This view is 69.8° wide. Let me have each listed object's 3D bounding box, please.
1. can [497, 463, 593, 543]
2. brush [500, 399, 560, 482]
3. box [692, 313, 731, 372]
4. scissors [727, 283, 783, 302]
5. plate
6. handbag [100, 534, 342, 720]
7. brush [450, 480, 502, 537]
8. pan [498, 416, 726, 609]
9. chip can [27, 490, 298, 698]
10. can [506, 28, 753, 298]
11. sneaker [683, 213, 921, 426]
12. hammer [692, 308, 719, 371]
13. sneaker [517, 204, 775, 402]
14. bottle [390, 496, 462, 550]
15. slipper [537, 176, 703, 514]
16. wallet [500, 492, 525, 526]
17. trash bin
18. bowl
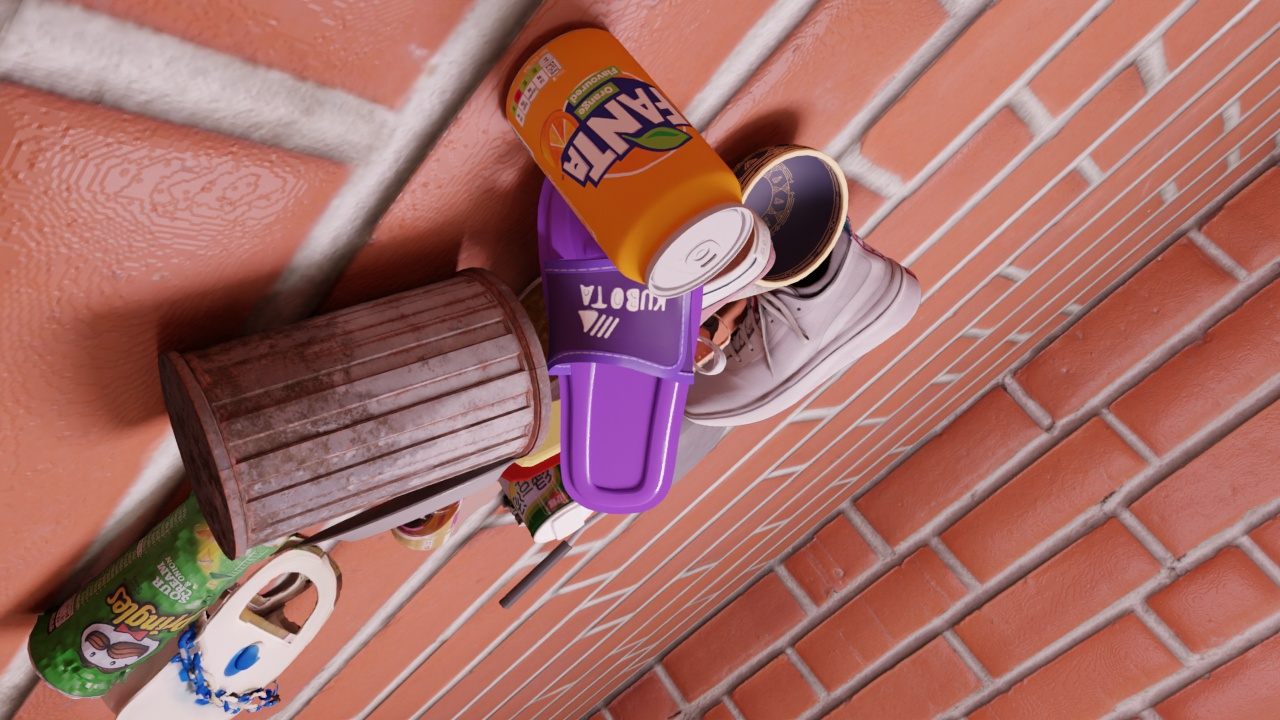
[{"bbox_3d":[-0.096,0.099,0.830,0.067,0.121,0.067,-31,158,-14],"label":"can"},{"bbox_3d":[-0.060,0.037,0.787,0.173,0.082,0.042,-26,176,-15],"label":"brush"},{"bbox_3d":[-0.006,0.004,0.847,0.187,0.083,0.043,-38,173,0],"label":"box"},{"bbox_3d":[0.051,-0.060,0.797,0.192,0.180,0.015,-52,131,-42],"label":"scissors"},{"bbox_3d":[-0.159,0.102,0.667,0.178,0.012,0.178,-22,-179,0],"label":"plate"},{"bbox_3d":[-0.350,0.239,0.792,0.199,0.093,0.201,-39,160,-14],"label":"handbag"},{"bbox_3d":[-0.184,0.154,0.964,0.049,0.015,0.136,-13,155,-42],"label":"brush"},{"bbox_3d":[-0.021,0.157,1.046,0.357,0.041,0.179,-43,163,-7],"label":"pan"},{"bbox_3d":[-0.323,0.145,0.651,0.223,0.075,0.075,-38,159,6],"label":"chip can"},{"bbox_3d":[-0.007,-0.108,0.502,0.079,0.142,0.079,-31,158,-14],"label":"can"},{"bbox_3d":[0.127,-0.034,0.878,0.264,0.096,0.128,-34,118,20],"label":"sneaker"},{"bbox_3d":[0.063,-0.008,0.977,0.146,0.028,0.318,-33,160,-24],"label":"hammer"},{"bbox_3d":[-0.005,-0.035,0.689,0.241,0.118,0.087,-27,156,19],"label":"sneaker"},{"bbox_3d":[-0.176,0.094,0.788,0.059,0.059,0.166,-18,144,-39],"label":"bottle"},{"bbox_3d":[-0.014,-0.002,0.596,0.107,0.084,0.267,2,116,1],"label":"slipper"},{"bbox_3d":[-0.090,0.145,1.033,0.100,0.054,0.131,-30,162,7],"label":"wallet"},{"bbox_3d":[-0.163,0.025,0.566,0.210,0.130,0.131,-19,153,-33],"label":"trash bin"},{"bbox_3d":[0.103,-0.122,0.737,0.112,0.061,0.113,-16,124,-25],"label":"bowl"}]
